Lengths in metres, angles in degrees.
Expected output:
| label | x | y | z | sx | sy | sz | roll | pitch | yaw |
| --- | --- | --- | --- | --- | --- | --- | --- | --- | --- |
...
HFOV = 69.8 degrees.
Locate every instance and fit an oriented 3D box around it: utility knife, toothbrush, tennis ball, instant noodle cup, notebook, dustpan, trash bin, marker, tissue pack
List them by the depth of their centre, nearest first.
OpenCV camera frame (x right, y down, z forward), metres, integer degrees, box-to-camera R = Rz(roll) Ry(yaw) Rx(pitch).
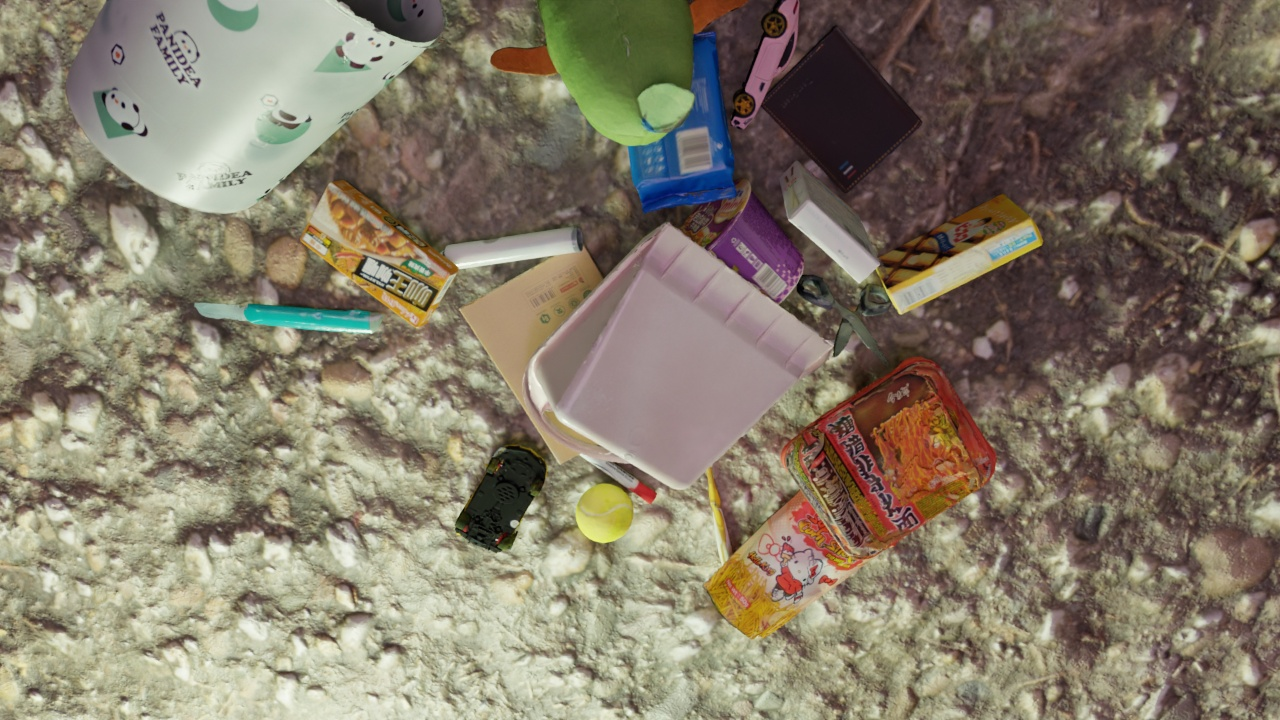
| label | x | y | z | sx | sy | sz | roll | pitch | yaw |
| --- | --- | --- | --- | --- | --- | --- | --- | --- | --- |
| trash bin | -0.333 | -0.273 | 0.776 | 0.252 | 0.229 | 0.229 | -37 | 107 | 24 |
| tissue pack | 0.034 | -0.219 | 0.841 | 0.095 | 0.052 | 0.157 | -8 | 92 | 10 |
| instant noodle cup | 0.095 | -0.101 | 0.879 | 0.099 | 0.111 | 0.112 | 39 | 112 | -23 |
| dustpan | 0.011 | 0.005 | 0.912 | 0.222 | 0.138 | 0.273 | 36 | 99 | -24 |
| toothbrush | -0.167 | -0.109 | 0.935 | 0.221 | 0.026 | 0.026 | -7 | 101 | 11 |
| instant noodle cup | 0.253 | 0.095 | 0.952 | 0.189 | 0.079 | 0.164 | -34 | 106 | 5 |
| notebook | -0.075 | -0.004 | 0.974 | 0.148 | 0.008 | 0.208 | -28 | 110 | 7 |
| utility knife | -0.378 | -0.049 | 0.989 | 0.205 | 0.013 | 0.029 | 5 | 117 | 0 |
| tennis ball | -0.040 | 0.171 | 1.031 | 0.065 | 0.065 | 0.065 | 2 | 114 | 4 |
| marker | -0.042 | 0.115 | 1.033 | 0.145 | 0.017 | 0.017 | 36 | 112 | -11 |
| toothbrush | 0.086 | 0.168 | 1.044 | 0.016 | 0.018 | 0.191 | -8 | 114 | 10 |

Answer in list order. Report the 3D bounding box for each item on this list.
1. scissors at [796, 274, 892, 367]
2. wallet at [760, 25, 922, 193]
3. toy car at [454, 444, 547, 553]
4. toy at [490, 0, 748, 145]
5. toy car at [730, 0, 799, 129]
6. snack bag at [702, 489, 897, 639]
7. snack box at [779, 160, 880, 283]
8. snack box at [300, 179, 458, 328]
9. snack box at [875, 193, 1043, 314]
| label | x | y | z | sx | sy | sz | roll | pitch | yaw |
| --- | --- | --- | --- | --- | --- | --- | --- | --- | --- |
| scissors | 0.198 | -0.043 | 0.866 | 0.159 | 0.174 | 0.014 | 33 | 127 | 38 |
| wallet | 0.186 | -0.231 | 0.854 | 0.122 | 0.020 | 0.096 | 43 | 111 | -12 |
| toy car | -0.157 | 0.157 | 1.047 | 0.071 | 0.041 | 0.156 | 27 | 115 | -7 |
| toy | -0.021 | -0.291 | 0.784 | 0.227 | 0.090 | 0.246 | -15 | 77 | 7 |
| toy car | 0.113 | -0.266 | 0.823 | 0.037 | 0.056 | 0.123 | 21 | 113 | -2 |
| snack bag | 0.180 | 0.224 | 1.043 | 0.208 | 0.073 | 0.128 | -43 | 104 | 12 |
| snack box | 0.167 | -0.129 | 0.826 | 0.084 | 0.156 | 0.027 | 39 | 112 | -12 |
| snack box | -0.264 | -0.108 | 0.929 | 0.154 | 0.026 | 0.075 | 37 | 113 | 2 |
| snack box | 0.295 | -0.101 | 0.866 | 0.141 | 0.086 | 0.034 | -26 | 110 | 16 |
